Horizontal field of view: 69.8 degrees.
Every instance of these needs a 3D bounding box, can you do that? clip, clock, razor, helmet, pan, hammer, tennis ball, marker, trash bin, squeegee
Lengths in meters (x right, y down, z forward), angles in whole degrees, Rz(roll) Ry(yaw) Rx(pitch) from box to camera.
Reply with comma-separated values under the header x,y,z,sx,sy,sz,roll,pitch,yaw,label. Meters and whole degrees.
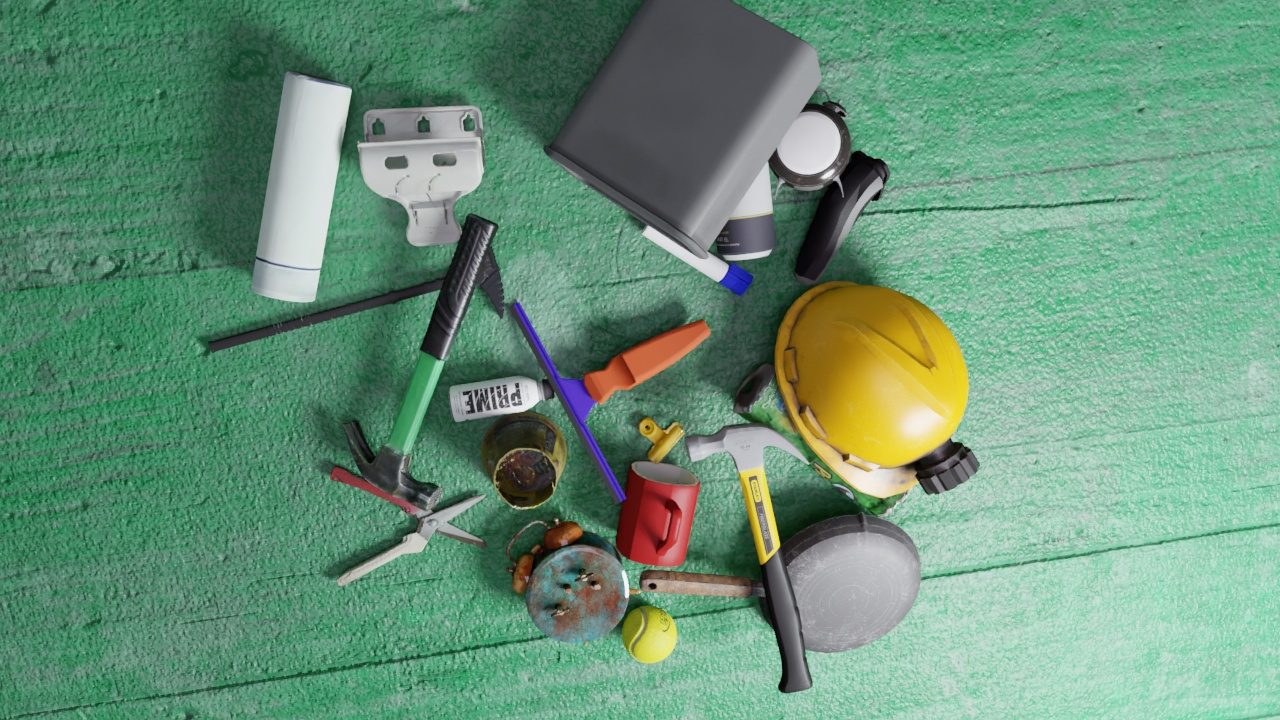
x,y,z,sx,sy,sz,roll,pitch,yaw,label
0.021,0.088,1.072,0.054,0.048,0.046,-50,144,6,clip
0.182,-0.238,0.996,0.091,0.043,0.123,-1,91,11,clock
0.219,-0.156,1.028,0.060,0.057,0.156,31,97,-43,razor
0.275,0.021,0.989,0.205,0.131,0.255,-34,93,-21,helmet
-0.225,-0.192,0.958,0.126,0.110,0.150,-3,92,-3,clip
-0.086,0.252,1.065,0.157,0.073,0.121,44,94,-12,clock
0.168,0.271,1.084,0.356,0.040,0.208,3,117,-12,pan
0.147,0.224,1.034,0.127,0.029,0.324,-14,99,1,hammer
-0.226,-0.005,0.991,0.130,0.032,0.319,25,100,14,hammer
0.010,0.326,1.094,0.065,0.065,0.065,-1,102,-6,tennis ball
0.064,-0.117,1.029,0.133,0.023,0.027,31,138,-11,marker
0.044,-0.248,0.933,0.192,0.097,0.220,35,95,16,trash bin
-0.311,-0.052,1.009,0.325,0.015,0.095,-16,104,-2,hammer
-0.006,0.006,1.033,0.185,0.055,0.249,-29,86,0,squeegee

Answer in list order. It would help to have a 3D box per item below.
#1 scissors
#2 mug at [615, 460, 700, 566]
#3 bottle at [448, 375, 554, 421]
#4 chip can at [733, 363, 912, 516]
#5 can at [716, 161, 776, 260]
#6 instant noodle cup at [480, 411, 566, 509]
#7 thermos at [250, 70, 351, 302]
x,y,z,sx,sy,sz,roll,pitch,yaw,label
-0.282,0.197,1.062,0.199,0.015,0.179,32,95,-12,scissors
0.022,0.178,1.039,0.080,0.116,0.096,9,100,-13,mug
-0.154,0.040,1.030,0.116,0.041,0.041,-9,102,-4,bottle
0.211,0.092,1.064,0.223,0.075,0.075,35,96,-12,chip can
0.110,-0.177,1.002,0.064,0.064,0.127,-9,102,-5,can
-0.127,0.116,1.014,0.102,0.108,0.102,-1,99,-7,instant noodle cup
-0.352,-0.177,0.951,0.068,0.068,0.230,12,99,-9,thermos
